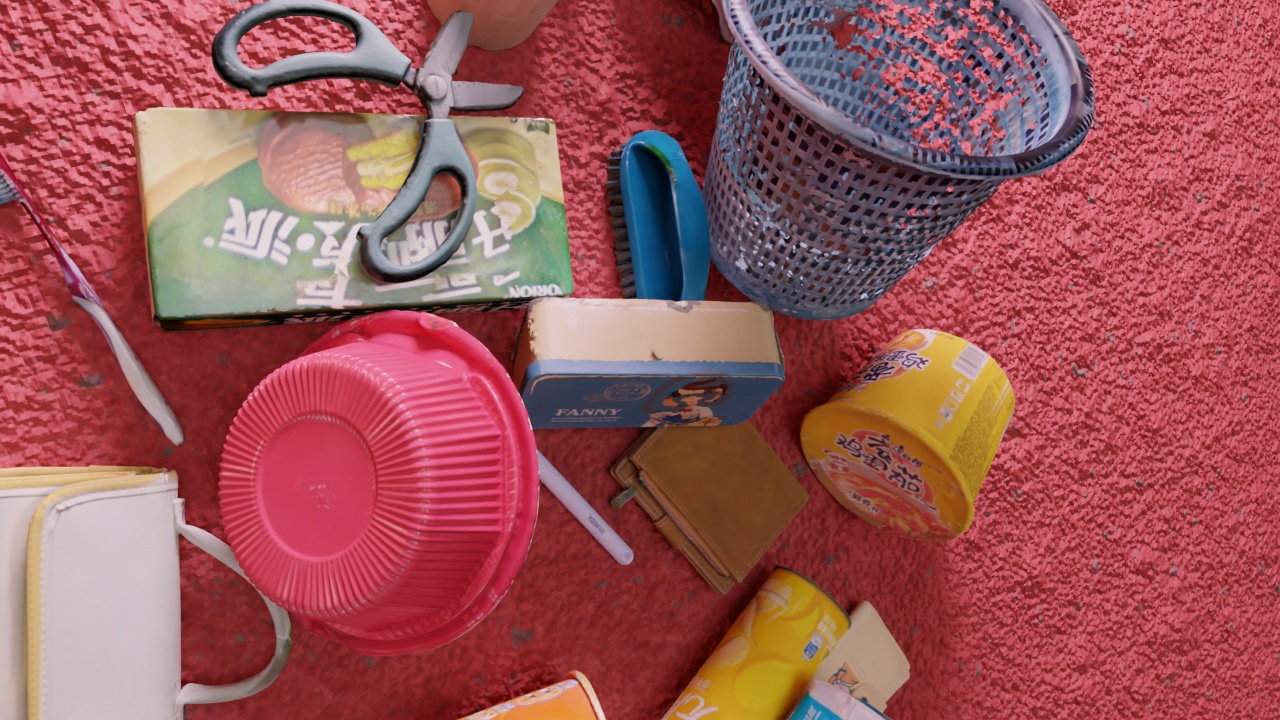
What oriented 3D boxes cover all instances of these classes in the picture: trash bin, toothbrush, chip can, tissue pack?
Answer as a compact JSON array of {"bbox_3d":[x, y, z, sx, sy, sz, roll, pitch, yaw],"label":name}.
[{"bbox_3d":[0.133,-0.138,0.597,0.226,0.196,0.226,8,56,-11],"label":"trash bin"},{"bbox_3d":[-0.065,0.073,0.618,0.029,0.021,0.189,-46,110,-16],"label":"toothbrush"},{"bbox_3d":[0.062,0.249,0.649,0.213,0.072,0.072,-47,108,-19],"label":"chip can"},{"bbox_3d":[-0.309,-0.031,0.507,0.017,0.016,0.187,-31,102,-15],"label":"toothbrush"},{"bbox_3d":[0.136,0.281,0.645,0.090,0.063,0.140,-55,143,-8],"label":"tissue pack"}]

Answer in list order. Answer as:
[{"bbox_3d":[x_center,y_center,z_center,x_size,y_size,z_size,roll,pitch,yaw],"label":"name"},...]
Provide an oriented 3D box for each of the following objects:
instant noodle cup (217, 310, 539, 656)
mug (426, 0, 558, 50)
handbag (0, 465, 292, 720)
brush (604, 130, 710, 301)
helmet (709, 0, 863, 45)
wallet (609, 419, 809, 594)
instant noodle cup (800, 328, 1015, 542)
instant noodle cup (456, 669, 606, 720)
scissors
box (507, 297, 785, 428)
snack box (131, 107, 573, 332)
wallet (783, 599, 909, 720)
[{"bbox_3d":[-0.152,0.066,0.488,0.065,0.194,0.194,8,84,-69],"label":"instant noodle cup"},{"bbox_3d":[-0.068,-0.262,0.576,0.124,0.104,0.084,-38,105,-21],"label":"mug"},{"bbox_3d":[-0.282,0.139,0.495,0.178,0.063,0.163,-1,91,-29],"label":"handbag"},{"bbox_3d":[0.018,-0.087,0.631,0.055,0.074,0.144,-10,93,-31],"label":"brush"},{"bbox_3d":[0.096,-0.366,0.627,0.229,0.157,0.274,-46,108,-19],"label":"helmet"},{"bbox_3d":[0.050,0.093,0.665,0.118,0.035,0.130,-45,106,-19],"label":"wallet"},{"bbox_3d":[0.207,0.050,0.693,0.109,0.138,0.138,-46,108,-29],"label":"instant noodle cup"},{"bbox_3d":[-0.075,0.274,0.548,0.111,0.151,0.151,-8,93,-18],"label":"instant noodle cup"},{"bbox_3d":[-0.155,-0.138,0.511,0.179,0.019,0.170,22,79,-21],"label":"scissors"},{"bbox_3d":[-0.003,0.003,0.597,0.184,0.090,0.059,-2,64,-16],"label":"box"},{"bbox_3d":[-0.163,-0.084,0.549,0.239,0.063,0.114,-5,88,-26],"label":"snack box"},{"bbox_3d":[0.161,0.259,0.722,0.115,0.024,0.087,-40,107,-21],"label":"wallet"}]
